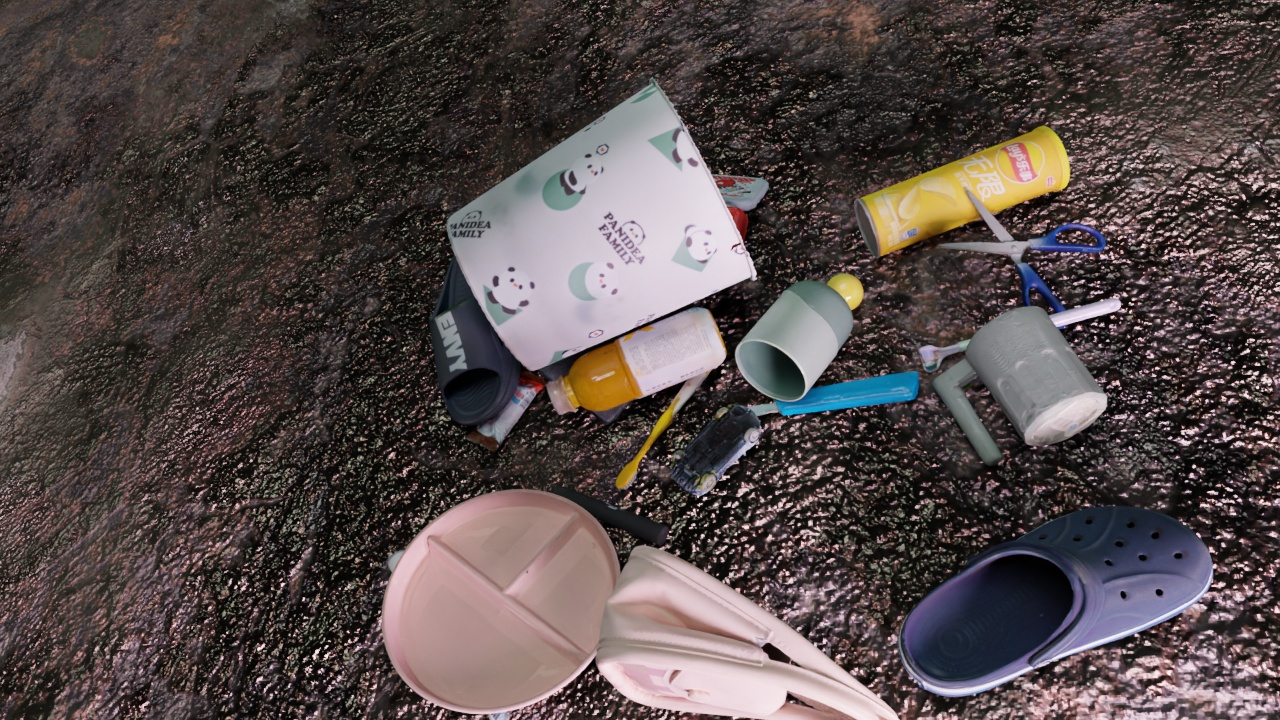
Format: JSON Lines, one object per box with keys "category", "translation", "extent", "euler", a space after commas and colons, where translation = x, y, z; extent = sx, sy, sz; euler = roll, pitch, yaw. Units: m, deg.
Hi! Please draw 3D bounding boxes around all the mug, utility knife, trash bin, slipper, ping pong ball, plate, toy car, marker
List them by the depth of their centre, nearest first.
{"category": "slipper", "translation": [0.321, 0.181, 0.730], "extent": [0.253, 0.095, 0.105], "euler": [-26, 54, 4]}
{"category": "mug", "translation": [0.346, 0.027, 0.846], "extent": [0.124, 0.083, 0.103], "euler": [-40, 49, 23]}
{"category": "plate", "translation": [-0.131, 0.225, 0.873], "extent": [0.229, 0.028, 0.229], "euler": [-5, 49, 5]}
{"category": "marker", "translation": [-0.033, 0.154, 0.915], "extent": [0.132, 0.020, 0.022], "euler": [16, 79, 29]}
{"category": "toy car", "translation": [0.077, 0.089, 0.916], "extent": [0.105, 0.031, 0.049], "euler": [-44, 55, -12]}
{"category": "utility knife", "translation": [0.183, 0.039, 0.924], "extent": [0.191, 0.018, 0.034], "euler": [-9, 38, 14]}
{"category": "mug", "translation": [0.150, -0.022, 0.939], "extent": [0.112, 0.082, 0.106], "euler": [-5, 37, 53]}
{"category": "trash bin", "translation": [-0.043, -0.125, 0.947], "extent": [0.252, 0.229, 0.229], "euler": [-28, 52, 4]}
{"category": "ping pong ball", "translation": [0.217, -0.072, 0.976], "extent": [0.040, 0.040, 0.040], "euler": [-9, 53, 13]}
{"category": "slipper", "translation": [-0.205, -0.048, 1.057], "extent": [0.111, 0.083, 0.267], "euler": [-28, 52, 28]}

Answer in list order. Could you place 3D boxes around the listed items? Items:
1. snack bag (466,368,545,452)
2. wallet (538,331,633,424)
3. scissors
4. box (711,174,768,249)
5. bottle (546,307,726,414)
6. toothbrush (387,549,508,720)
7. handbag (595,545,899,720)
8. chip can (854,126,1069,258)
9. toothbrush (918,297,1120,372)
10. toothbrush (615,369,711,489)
{"category": "snack bag", "translation": [-0.147, 0.054, 1.022], "extent": [0.045, 0.026, 0.105], "euler": [25, 69, 28]}
{"category": "wallet", "translation": [-0.043, 0.008, 1.025], "extent": [0.121, 0.019, 0.097], "euler": [35, 75, 33]}
{"category": "scissors", "translation": [0.391, -0.108, 0.928], "extent": [0.162, 0.012, 0.175], "euler": [-19, 71, -7]}
{"category": "box", "translation": [0.041, -0.182, 1.111], "extent": [0.201, 0.060, 0.160], "euler": [10, 56, 24]}
{"category": "bottle", "translation": [-0.006, 0.006, 0.963], "extent": [0.189, 0.068, 0.068], "euler": [-22, 52, 3]}
{"category": "toothbrush", "translation": [-0.186, 0.266, 0.884], "extent": [0.221, 0.026, 0.026], "euler": [43, 117, 37]}
{"category": "handbag", "translation": [0.088, 0.243, 0.714], "extent": [0.234, 0.193, 0.093], "euler": [16, 64, 17]}
{"category": "chip can", "translation": [0.343, -0.181, 0.990], "extent": [0.213, 0.072, 0.072], "euler": [-20, 52, 4]}
{"category": "toothbrush", "translation": [0.368, -0.028, 0.893], "extent": [0.189, 0.029, 0.021], "euler": [-18, 20, 13]}
{"category": "toothbrush", "translation": [0.031, 0.061, 0.964], "extent": [0.016, 0.018, 0.191], "euler": [25, 64, 28]}
